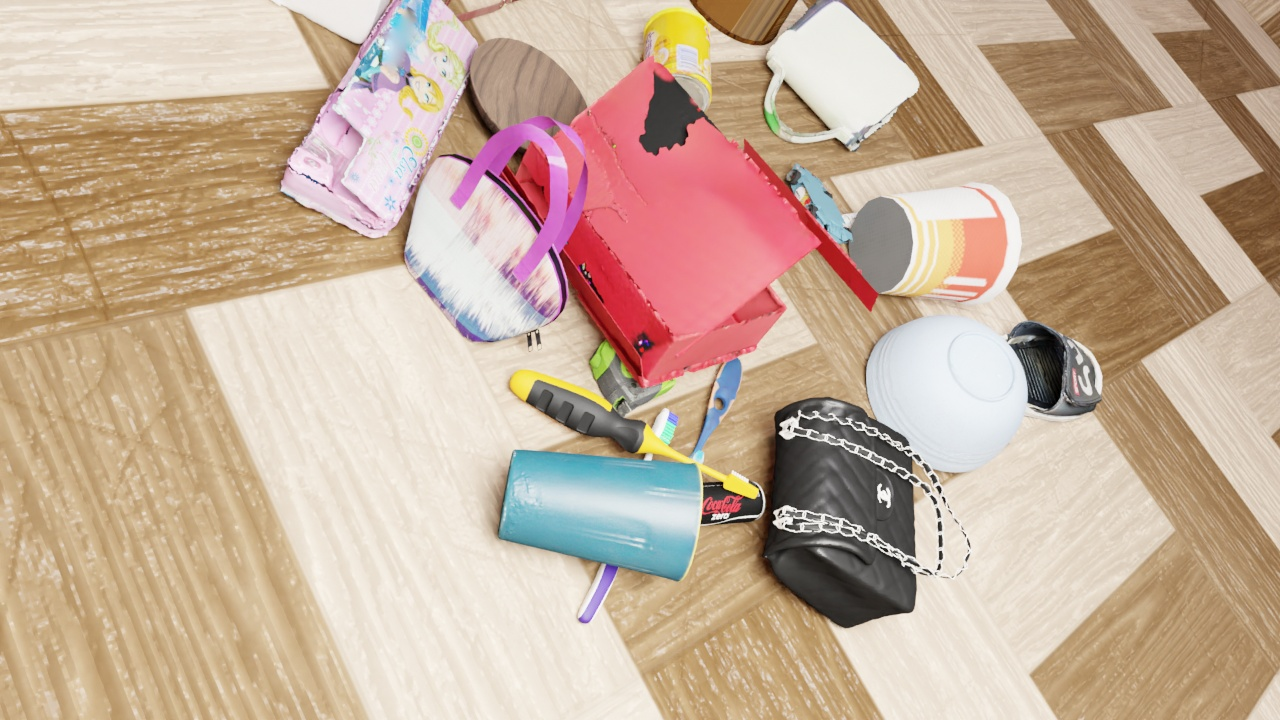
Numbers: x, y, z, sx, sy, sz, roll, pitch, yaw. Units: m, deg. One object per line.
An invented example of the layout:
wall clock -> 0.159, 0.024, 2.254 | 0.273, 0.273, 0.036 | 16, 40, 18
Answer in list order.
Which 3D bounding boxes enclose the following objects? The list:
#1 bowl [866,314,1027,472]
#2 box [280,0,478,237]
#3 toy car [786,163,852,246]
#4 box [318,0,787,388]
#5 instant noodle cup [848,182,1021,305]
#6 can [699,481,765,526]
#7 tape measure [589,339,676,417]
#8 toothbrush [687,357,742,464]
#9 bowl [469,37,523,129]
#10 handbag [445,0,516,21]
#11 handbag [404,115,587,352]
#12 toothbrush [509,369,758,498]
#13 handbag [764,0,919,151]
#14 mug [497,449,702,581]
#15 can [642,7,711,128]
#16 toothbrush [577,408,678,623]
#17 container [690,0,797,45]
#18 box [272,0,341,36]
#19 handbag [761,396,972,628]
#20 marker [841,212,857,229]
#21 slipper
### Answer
bowl -> 0.289, 0.019, 0.831 | 0.150, 0.075, 0.150 | 6, 66, -14
box -> -0.187, -0.201, 0.702 | 0.084, 0.063, 0.229 | 27, 50, -17
toy car -> 0.174, -0.152, 0.922 | 0.060, 0.028, 0.107 | 25, 35, -33
box -> -0.050, -0.108, 0.594 | 0.212, 0.128, 0.424 | 56, 15, 21
instant noodle cup -> 0.286, -0.116, 0.916 | 0.121, 0.124, 0.123 | -4, 63, -26
can -> 0.051, 0.106, 0.676 | 0.080, 0.032, 0.031 | 2, 61, -32
tape measure -> -0.004, 0.004, 0.704 | 0.065, 0.036, 0.058 | -28, 78, -40
toothbrush -> 0.060, 0.041, 0.734 | 0.021, 0.017, 0.134 | 35, 49, -9
bowl -> -0.099, -0.214, 0.780 | 0.119, 0.032, 0.119 | 22, 53, -32
handbag -> -0.144, -0.342, 0.848 | 0.055, 0.029, 0.119 | 40, 53, -2
handbag -> -0.088, -0.095, 0.623 | 0.144, 0.170, 0.067 | 50, 48, 4
toothbrush -> -0.004, 0.055, 0.661 | 0.196, 0.031, 0.030 | 26, 26, -3
handbag -> 0.198, -0.297, 1.017 | 0.151, 0.074, 0.175 | 46, 67, 3
mug -> -0.028, 0.095, 0.595 | 0.121, 0.078, 0.078 | 10, 55, -7
can -> 0.035, -0.287, 0.895 | 0.067, 0.068, 0.104 | 17, 54, -23
toothbrush -> -0.006, 0.105, 0.652 | 0.016, 0.015, 0.186 | 32, 50, -11
container -> 0.145, -0.457, 1.006 | 0.132, 0.168, 0.132 | 16, 54, -23
box -> -0.240, -0.336, 0.729 | 0.108, 0.103, 0.101 | 25, 49, -15
handbag -> 0.161, 0.102, 0.684 | 0.125, 0.115, 0.153 | 33, 51, -26
marker -> 0.261, -0.156, 0.985 | 0.133, 0.020, 0.017 | -15, 69, -38
slipper -> 0.405, 0.005, 0.948 | 0.263, 0.063, 0.111 | 3, 60, -28
